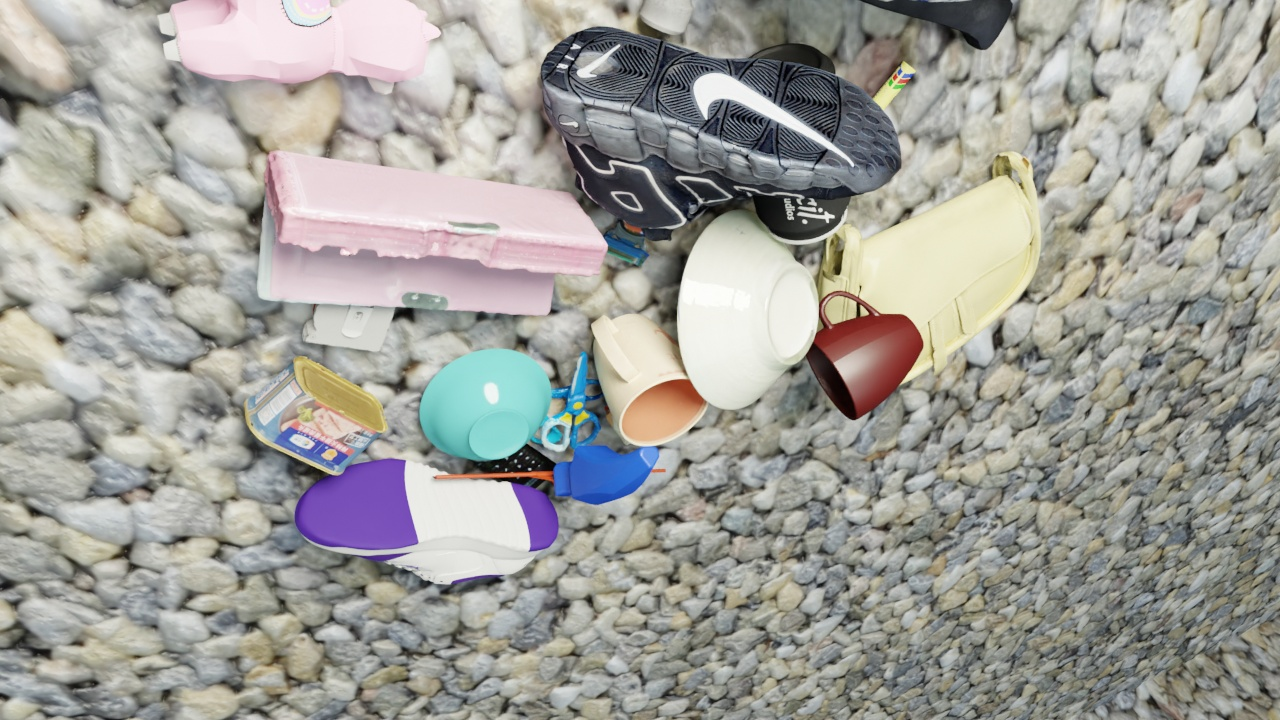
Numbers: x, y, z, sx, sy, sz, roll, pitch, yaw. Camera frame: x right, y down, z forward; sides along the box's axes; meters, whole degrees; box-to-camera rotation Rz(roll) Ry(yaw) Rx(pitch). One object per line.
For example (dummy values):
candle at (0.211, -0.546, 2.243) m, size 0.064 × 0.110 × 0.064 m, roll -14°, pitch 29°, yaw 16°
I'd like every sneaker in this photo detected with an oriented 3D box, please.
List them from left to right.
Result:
sneaker at (-0.210, 0.165, 0.885) m, size 0.244 × 0.091 × 0.111 m, roll 10°, pitch 141°, yaw -26°
sneaker at (0.050, -0.136, 0.664) m, size 0.252 × 0.097 × 0.151 m, roll 16°, pitch 148°, yaw 7°

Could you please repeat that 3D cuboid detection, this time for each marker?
marker at (0.185, -0.197, 0.788) m, size 0.014 × 0.014 × 0.133 m, roll 20°, pitch 119°, yaw -39°

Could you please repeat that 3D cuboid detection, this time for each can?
can at (-0.265, 0.046, 0.756) m, size 0.059 × 0.054 × 0.100 m, roll -40°, pitch 136°, yaw 11°
can at (0.122, -0.170, 0.731) m, size 0.080 × 0.080 × 0.146 m, roll -26°, pitch 136°, yaw -3°

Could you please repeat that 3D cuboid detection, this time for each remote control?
remote control at (-0.140, 0.083, 0.882) m, size 0.045 × 0.021 × 0.140 m, roll -41°, pitch 131°, yaw 9°

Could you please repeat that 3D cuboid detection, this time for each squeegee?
squeegee at (-0.038, 0.103, 0.835) m, size 0.249 × 0.055 × 0.185 m, roll 2°, pitch 164°, yaw -31°

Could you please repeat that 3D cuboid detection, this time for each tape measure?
tape measure at (-0.227, -0.036, 0.722) m, size 0.060 × 0.020 × 0.062 m, roll 9°, pitch 126°, yaw -34°

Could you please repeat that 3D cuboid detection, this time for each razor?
razor at (0.012, -0.143, 0.746) m, size 0.044 × 0.018 × 0.141 m, roll 22°, pitch 118°, yaw -13°

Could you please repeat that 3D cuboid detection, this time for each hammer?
hammer at (0.158, -0.282, 0.681) m, size 0.312 × 0.035 × 0.140 m, roll 4°, pitch 127°, yaw -31°

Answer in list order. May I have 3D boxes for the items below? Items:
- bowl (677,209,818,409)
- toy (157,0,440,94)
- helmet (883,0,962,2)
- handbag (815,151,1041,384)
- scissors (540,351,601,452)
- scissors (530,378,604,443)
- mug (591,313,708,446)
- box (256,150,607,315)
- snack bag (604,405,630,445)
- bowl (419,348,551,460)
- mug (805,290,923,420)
bowl at (0.108, -0.041, 0.792) m, size 0.176 × 0.058 × 0.177 m, roll -9°, pitch 102°, yaw -49°
toy at (-0.199, -0.213, 0.537) m, size 0.157 × 0.067 × 0.123 m, roll -10°, pitch 133°, yaw -25°
helmet at (0.162, -0.318, 0.486) m, size 0.313 × 0.231 × 0.236 m, roll -4°, pitch 104°, yaw -35°
handbag at (0.282, -0.081, 0.898) m, size 0.233 × 0.088 × 0.191 m, roll -26°, pitch 134°, yaw -2°
scissors at (-0.061, 0.041, 0.867) m, size 0.061 × 0.023 × 0.127 m, roll -4°, pitch 128°, yaw -19°
scissors at (-0.086, 0.028, 0.866) m, size 0.115 × 0.014 × 0.130 m, roll -26°, pitch 133°, yaw 2°
mug at (-0.005, 0.005, 0.816) m, size 0.085 × 0.104 × 0.111 m, roll -37°, pitch 136°, yaw 8°
box at (-0.153, -0.072, 0.674) m, size 0.232 × 0.099 × 0.113 m, roll 1°, pitch 125°, yaw -31°
snack bag at (0.040, 0.027, 0.903) m, size 0.155 × 0.044 × 0.087 m, roll -30°, pitch 162°, yaw 3°
bowl at (-0.132, 0.053, 0.819) m, size 0.121 × 0.046 × 0.121 m, roll -12°, pitch 127°, yaw -17°
mug at (0.203, -0.016, 0.834) m, size 0.088 × 0.087 × 0.114 m, roll -30°, pitch 103°, yaw -4°
